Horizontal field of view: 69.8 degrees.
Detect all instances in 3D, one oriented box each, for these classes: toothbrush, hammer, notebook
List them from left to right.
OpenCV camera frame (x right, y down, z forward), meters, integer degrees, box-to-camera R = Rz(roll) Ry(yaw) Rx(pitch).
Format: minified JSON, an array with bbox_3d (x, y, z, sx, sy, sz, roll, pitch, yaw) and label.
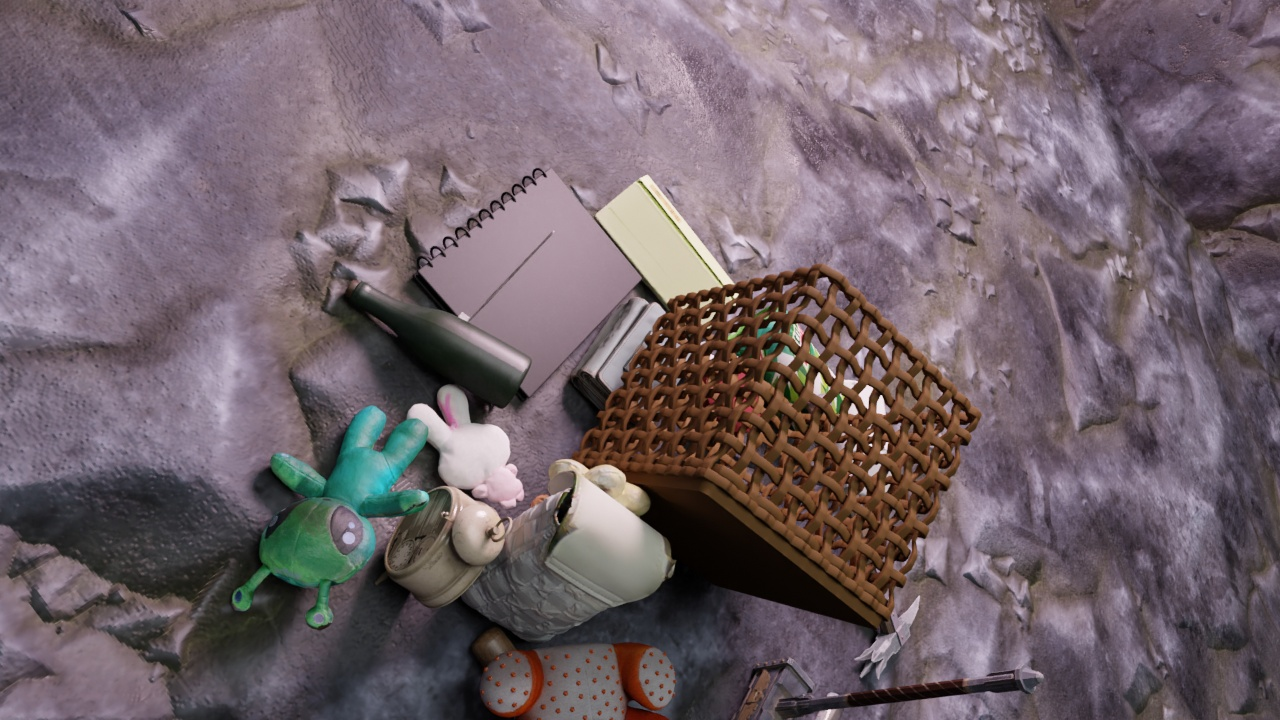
[{"bbox_3d":[-0.128,-0.067,0.809,0.010,0.182,0.010,38,44,-15],"label":"toothbrush"},{"bbox_3d":[-0.109,-0.090,0.951,0.169,0.019,0.230,50,47,-10],"label":"notebook"},{"bbox_3d":[-0.040,0.360,0.774,0.129,0.040,0.322,-38,94,-40],"label":"hammer"},{"bbox_3d":[0.159,0.408,0.924,0.024,0.022,0.185,53,48,-2],"label":"toothbrush"},{"bbox_3d":[0.251,0.185,1.055,0.146,0.028,0.317,-28,102,-45],"label":"hammer"},{"bbox_3d":[0.205,0.296,0.805,0.044,0.323,0.098,50,47,-8],"label":"hammer"}]

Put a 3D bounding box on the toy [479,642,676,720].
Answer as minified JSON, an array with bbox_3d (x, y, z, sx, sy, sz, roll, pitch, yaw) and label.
[{"bbox_3d":[-0.046,0.310,0.712,0.163,0.093,0.172,5,70,-29],"label":"toy"}]

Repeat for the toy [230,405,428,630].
[{"bbox_3d":[-0.232,0.116,0.715,0.131,0.072,0.192,14,47,11],"label":"toy"}]

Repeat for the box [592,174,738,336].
[{"bbox_3d":[0.043,-0.129,1.071,0.188,0.061,0.133,52,44,-6],"label":"box"}]

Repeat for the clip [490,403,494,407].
[{"bbox_3d":[-0.138,0.019,0.876,0.045,0.014,0.050,-2,73,-40],"label":"clip"}]

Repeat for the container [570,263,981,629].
[{"bbox_3d":[0.114,0.079,0.845,0.219,0.252,0.213,40,69,-22],"label":"container"}]

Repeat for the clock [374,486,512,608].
[{"bbox_3d":[-0.150,0.139,0.719,0.054,0.141,0.092,43,47,-29],"label":"clock"}]

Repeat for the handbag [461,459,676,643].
[{"bbox_3d":[-0.066,0.155,0.761,0.112,0.172,0.123,36,39,-22],"label":"handbag"}]

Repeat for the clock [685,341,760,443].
[{"bbox_3d":[0.091,0.038,1.034,0.087,0.044,0.124,6,65,-38],"label":"clock"}]

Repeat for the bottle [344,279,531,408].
[{"bbox_3d":[-0.185,-0.021,0.827,0.174,0.055,0.055,31,51,-10],"label":"bottle"}]

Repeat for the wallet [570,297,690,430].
[{"bbox_3d":[-0.006,0.006,0.970,0.100,0.054,0.131,43,53,-14],"label":"wallet"}]

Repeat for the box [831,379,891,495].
[{"bbox_3d":[0.269,0.100,1.121,0.081,0.092,0.159,11,64,-27],"label":"box"}]

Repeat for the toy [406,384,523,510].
[{"bbox_3d":[-0.151,0.081,0.816,0.125,0.037,0.075,49,41,0],"label":"toy"}]

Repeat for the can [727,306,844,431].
[{"bbox_3d":[0.174,0.011,1.089,0.144,0.083,0.082,53,46,-5],"label":"can"}]
